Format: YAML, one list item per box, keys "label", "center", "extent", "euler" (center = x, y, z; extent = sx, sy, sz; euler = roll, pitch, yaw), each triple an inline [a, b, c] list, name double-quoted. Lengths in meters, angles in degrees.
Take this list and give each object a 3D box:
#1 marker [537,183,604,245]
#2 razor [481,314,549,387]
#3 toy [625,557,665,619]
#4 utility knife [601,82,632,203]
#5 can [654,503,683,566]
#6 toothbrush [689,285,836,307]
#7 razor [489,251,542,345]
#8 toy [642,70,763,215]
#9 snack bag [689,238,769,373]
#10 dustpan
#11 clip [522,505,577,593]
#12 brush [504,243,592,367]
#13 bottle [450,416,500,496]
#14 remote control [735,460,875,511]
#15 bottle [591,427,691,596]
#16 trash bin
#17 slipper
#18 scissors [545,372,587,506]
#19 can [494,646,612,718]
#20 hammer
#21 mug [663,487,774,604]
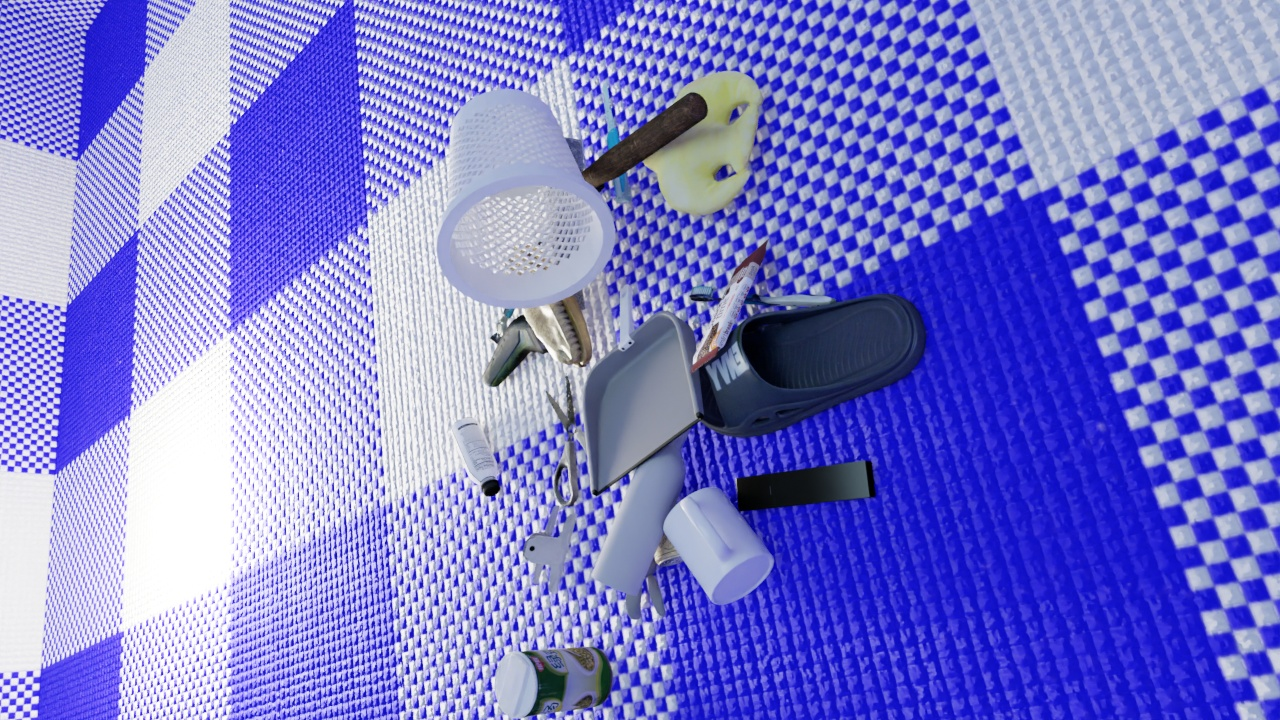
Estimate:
- label: "marker"
  center: [-0.098, -0.186, 1.205]
  extent: [0.152, 0.011, 0.011]
  euler: [-38, 57, 30]
- label: "razor"
  center: [-0.158, -0.010, 1.199]
  extent: [0.067, 0.053, 0.152]
  euler: [53, 123, 16]
- label: "toy"
  center: [0.004, 0.224, 1.004]
  extent: [0.049, 0.030, 0.111]
  euler: [-13, 65, 25]
- label: "utility knife"
  center: [-0.033, -0.280, 1.164]
  extent: [0.022, 0.015, 0.178]
  euler: [-23, 67, 37]
- label: "can"
  center: [0.026, 0.178, 0.988]
  extent: [0.038, 0.038, 0.079]
  euler: [-33, 59, 33]
- label: "toothbrush"
  center: [0.125, -0.068, 0.971]
  extent: [0.189, 0.016, 0.017]
  euler: [7, 75, 43]
- label: "razor"
  center: [-0.166, -0.083, 1.238]
  extent: [0.042, 0.022, 0.144]
  euler: [34, 103, 41]
- label: "toy"
  center: [0.068, -0.245, 1.031]
  extent: [0.155, 0.064, 0.170]
  euler: [4, 81, 41]
- label: "snack bag"
  center: [0.091, -0.057, 0.940]
  extent: [0.157, 0.013, 0.057]
  euler: [-63, 11, -29]
- label: "dustpan"
  center: [-0.006, 0.006, 1.023]
  extent: [0.164, 0.033, 0.257]
  euler: [-39, 32, 30]
- label: "clip"
  center: [-0.112, 0.227, 1.104]
  extent: [0.058, 0.052, 0.102]
  euler: [15, 91, 4]
- label: "brush"
  center: [-0.114, -0.070, 1.119]
  extent: [0.195, 0.043, 0.059]
  euler: [59, 135, 27]
- label: "bottle"
  center: [-0.216, 0.130, 1.220]
  extent: [0.041, 0.041, 0.116]
  euler: [-48, 52, 23]
- label: "remote control"
  center: [0.158, 0.123, 0.896]
  extent: [0.150, 0.013, 0.034]
  euler: [-15, 75, 40]
- label: "bottle"
  center: [0.011, 0.142, 0.953]
  extent: [0.052, 0.052, 0.195]
  euler: [16, 80, 43]
- label: "trash bin"
  center: [-0.144, -0.199, 1.061]
  extent: [0.196, 0.195, 0.199]
  euler: [-41, 45, 28]
- label: "slipper"
  center: [0.140, 0.004, 0.896]
  extent: [0.269, 0.083, 0.110]
  euler: [-20, 69, 37]
- label: "scissors"
  center: [-0.081, 0.102, 1.121]
  extent: [0.158, 0.012, 0.166]
  euler: [20, 94, 41]
- label: "can"
  center: [-0.094, 0.350, 1.002]
  extent: [0.067, 0.120, 0.067]
  euler: [-12, 72, 41]
- label: "hammer"
  center: [-0.020, -0.196, 1.058]
  extent: [0.301, 0.037, 0.217]
  euler: [-19, 74, 54]
- label: "mug"
  center: [0.071, 0.175, 0.900]
  extent: [0.074, 0.110, 0.090]
  euler: [-36, 53, -3]
